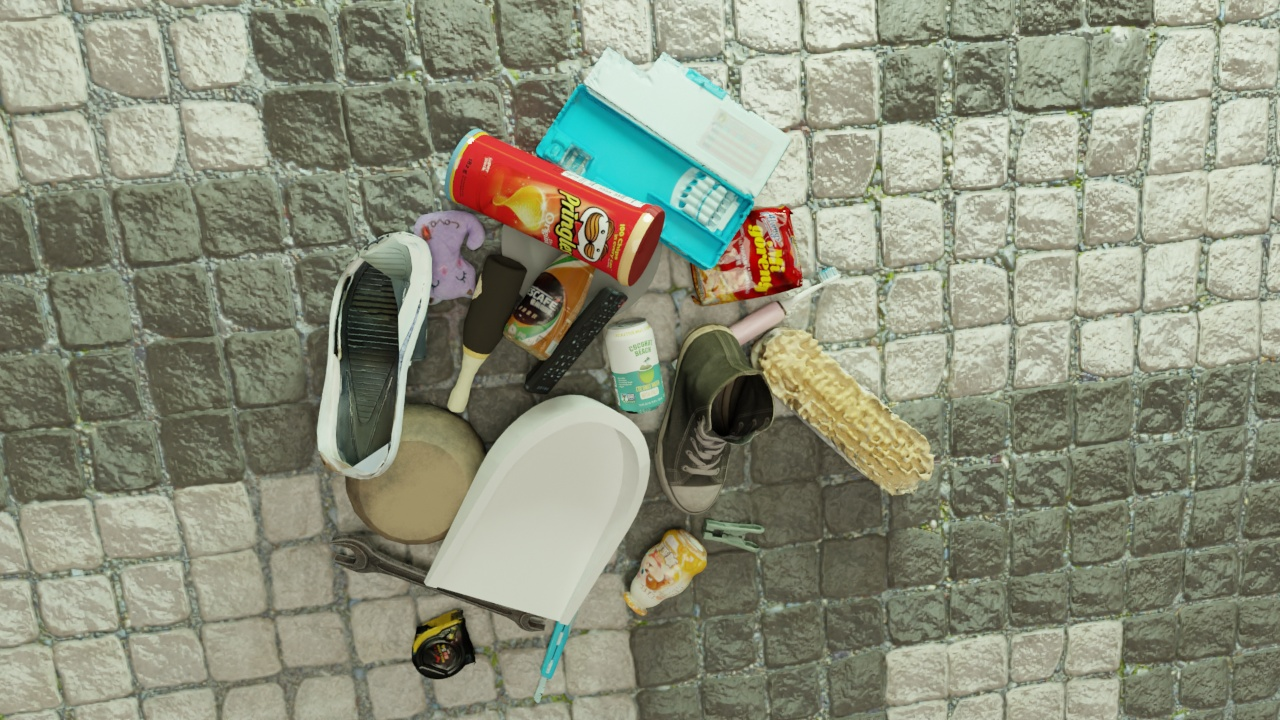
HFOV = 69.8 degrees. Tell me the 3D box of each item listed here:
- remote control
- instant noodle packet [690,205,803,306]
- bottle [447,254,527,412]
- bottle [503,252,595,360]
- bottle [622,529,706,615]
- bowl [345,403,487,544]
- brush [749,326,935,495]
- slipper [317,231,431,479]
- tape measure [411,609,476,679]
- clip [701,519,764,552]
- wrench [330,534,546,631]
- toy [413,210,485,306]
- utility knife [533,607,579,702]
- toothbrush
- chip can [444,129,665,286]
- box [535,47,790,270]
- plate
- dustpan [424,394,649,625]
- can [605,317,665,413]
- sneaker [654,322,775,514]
[{"bbox_3d":[-0.075,-0.023,1.025,0.150,0.047,0.022,-49,68,13],"label":"remote control"},{"bbox_3d":[0.115,-0.117,1.038,0.135,0.039,0.098,-11,97,-4],"label":"instant noodle packet"},{"bbox_3d":[-0.177,-0.025,1.013,0.045,0.045,0.185,19,109,-12],"label":"bottle"},{"bbox_3d":[-0.082,-0.082,0.995,0.059,0.059,0.167,34,88,-14],"label":"bottle"},{"bbox_3d":[0.028,0.255,1.097,0.063,0.063,0.109,41,94,-14],"label":"bottle"},{"bbox_3d":[-0.251,0.134,1.028,0.162,0.070,0.162,-2,103,-7],"label":"bowl"},{"bbox_3d":[0.239,0.060,1.085,0.271,0.056,0.083,41,93,-14],"label":"brush"},{"bbox_3d":[-0.279,-0.006,0.984,0.111,0.063,0.263,7,86,15],"label":"slipper"},{"bbox_3d":[-0.236,0.341,1.093,0.072,0.042,0.071,-17,109,-8],"label":"tape measure"},{"bbox_3d":[0.113,0.212,1.121,0.075,0.023,0.037,11,102,-8],"label":"clip"},{"bbox_3d":[-0.233,0.264,1.075,0.273,0.010,0.070,25,134,-14],"label":"wrench"},{"bbox_3d":[-0.205,-0.113,0.997,0.080,0.036,0.100,-10,103,-11],"label":"toy"},{"bbox_3d":[-0.105,0.361,1.129,0.022,0.015,0.141,16,103,-8],"label":"utility knife"},{"bbox_3d":[0.135,-0.044,1.064,0.222,0.027,0.026,-32,95,-1],"label":"toothbrush"},{"bbox_3d":[-0.088,-0.158,0.941,0.213,0.087,0.087,26,98,9],"label":"chip can"},{"bbox_3d":[0.029,-0.231,0.988,0.227,0.039,0.181,33,85,-5],"label":"box"},{"bbox_3d":[-0.065,-0.130,1.023,0.178,0.012,0.178,-2,103,-7],"label":"plate"},{"bbox_3d":[-0.094,0.167,1.029,0.191,0.053,0.257,26,89,-32],"label":"dustpan"},{"bbox_3d":[-0.006,0.006,1.040,0.055,0.055,0.102,-12,104,-5],"label":"can"},{"bbox_3d":[0.083,0.089,1.026,0.095,0.120,0.235,5,114,-20],"label":"sneaker"}]
